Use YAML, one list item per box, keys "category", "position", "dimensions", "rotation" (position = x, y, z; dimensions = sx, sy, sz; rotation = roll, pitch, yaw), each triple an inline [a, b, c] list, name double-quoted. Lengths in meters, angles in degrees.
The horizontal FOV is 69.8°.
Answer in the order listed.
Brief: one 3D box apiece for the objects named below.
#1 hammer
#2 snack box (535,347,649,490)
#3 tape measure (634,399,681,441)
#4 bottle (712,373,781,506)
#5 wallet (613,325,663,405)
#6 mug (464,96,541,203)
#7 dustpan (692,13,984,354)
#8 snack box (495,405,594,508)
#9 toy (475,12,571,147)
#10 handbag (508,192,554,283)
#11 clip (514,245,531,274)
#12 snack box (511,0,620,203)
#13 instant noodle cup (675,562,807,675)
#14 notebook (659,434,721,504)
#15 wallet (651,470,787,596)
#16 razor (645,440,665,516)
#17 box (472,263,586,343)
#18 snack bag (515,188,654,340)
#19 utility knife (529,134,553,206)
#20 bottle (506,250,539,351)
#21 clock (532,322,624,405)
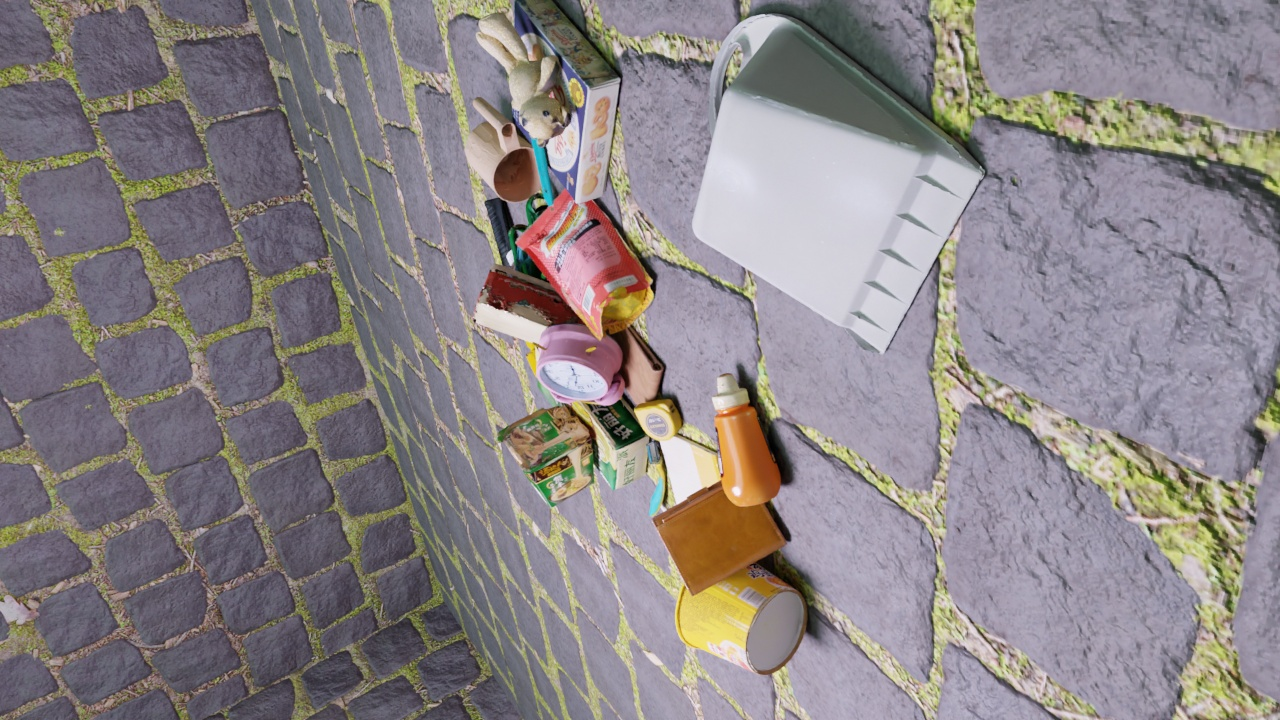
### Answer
- category: "hammer"
  position: [-0.198, -0.115, 1.490]
  dimensions: [0.129, 0.033, 0.301]
  rotation: [-134, 29, -80]
- category: "snack box"
  position: [-0.076, 0.072, 1.396]
  dimensions: [0.240, 0.063, 0.115]
  rotation: [50, 154, 30]
- category: "tape measure"
  position: [0.028, 0.078, 1.225]
  dimensions: [0.060, 0.028, 0.057]
  rotation: [-12, 109, 41]
- category: "bottle"
  position: [0.113, 0.087, 1.039]
  dimensions: [0.067, 0.066, 0.149]
  rotation: [-9, 96, 65]
- category: "wallet"
  position: [-0.007, 0.007, 1.259]
  dimensions: [0.115, 0.020, 0.101]
  rotation: [53, 151, 33]
- category: "mug"
  position: [-0.195, -0.297, 1.285]
  dimensions: [0.103, 0.084, 0.125]
  rotation: [46, 158, 40]
- category: "dustpan"
  position: [0.149, -0.172, 0.796]
  dimensions: [0.258, 0.142, 0.223]
  rotation: [27, 144, 11]
- category: "snack box"
  position: [-0.132, 0.150, 1.372]
  dimensions: [0.118, 0.117, 0.106]
  rotation: [42, 153, 49]
- category: "toy"
  position: [-0.137, -0.326, 1.060]
  dimensions: [0.105, 0.066, 0.157]
  rotation: [-31, 90, 48]
- category: "handbag"
  position: [-0.142, -0.164, 1.319]
  dimensions: [0.120, 0.067, 0.132]
  rotation: [63, 155, 8]
- category: "clip"
  position: [-0.163, -0.143, 1.280]
  dimensions: [0.014, 0.047, 0.057]
  rotation: [51, 142, 46]
- category: "snack box"
  position: [-0.097, -0.319, 1.121]
  dimensions: [0.182, 0.045, 0.178]
  rotation: [54, 153, 26]
- category: "instant noodle cup"
  position: [0.129, 0.311, 1.123]
  dimensions: [0.110, 0.137, 0.138]
  rotation: [17, 127, 48]
- category: "notebook"
  position: [0.084, 0.199, 1.248]
  dimensions: [0.146, 0.010, 0.206]
  rotation: [20, 129, 58]
- category: "wallet"
  position: [0.090, 0.199, 1.101]
  dimensions: [0.119, 0.130, 0.035]
  rotation: [61, -179, 19]
- category: "razor"
  position: [0.022, 0.179, 1.334]
  dimensions: [0.043, 0.028, 0.133]
  rotation: [-107, 14, -53]
- category: "box"
  position: [-0.147, -0.060, 1.291]
  dimensions: [0.091, 0.168, 0.080]
  rotation: [126, 162, -66]
- category: "snack bag"
  position: [-0.073, -0.133, 1.186]
  dimensions: [0.129, 0.073, 0.208]
  rotation: [-49, 60, 21]
- category: "utility knife"
  position: [-0.129, -0.265, 1.164]
  dimensions: [0.029, 0.013, 0.151]
  rotation: [40, 146, 52]
- category: "bottle"
  position: [-0.146, -0.085, 1.383]
  dimensions: [0.194, 0.079, 0.044]
  rotation: [61, 161, 16]
- category: "clock"
  position: [-0.082, 0.016, 1.265]
  dimensions: [0.117, 0.059, 0.158]
  rotation: [2, 148, 18]
